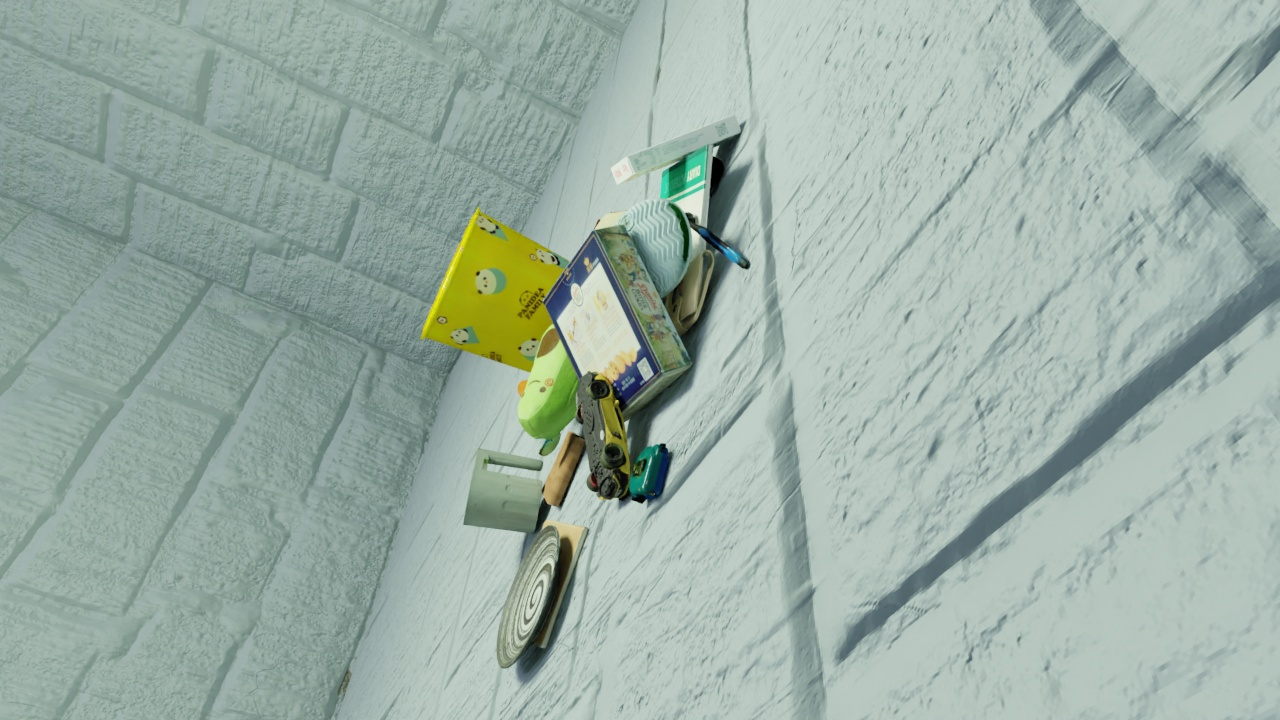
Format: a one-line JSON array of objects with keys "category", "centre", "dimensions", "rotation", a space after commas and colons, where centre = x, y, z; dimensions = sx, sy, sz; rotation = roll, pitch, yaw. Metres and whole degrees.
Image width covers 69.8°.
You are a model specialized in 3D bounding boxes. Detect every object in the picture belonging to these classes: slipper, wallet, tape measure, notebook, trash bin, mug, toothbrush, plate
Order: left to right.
[{"category": "mug", "centre": [-0.198, 0.189, 1.343], "dimensions": [0.084, 0.103, 0.123], "rotation": [109, 169, -50]}, {"category": "trash bin", "centre": [-0.193, -0.091, 1.484], "dimensions": [0.230, 0.255, 0.229], "rotation": [-59, 16, 28]}, {"category": "plate", "centre": [-0.131, 0.289, 1.120], "dimensions": [0.180, 0.024, 0.179], "rotation": [-56, 19, 30]}, {"category": "notebook", "centre": [-0.121, 0.277, 1.168], "dimensions": [0.147, 0.008, 0.208], "rotation": [-70, 15, -13]}, {"category": "wallet", "centre": [-0.111, 0.151, 1.304], "dimensions": [0.101, 0.020, 0.115], "rotation": [-66, 12, -4]}, {"category": "slipper", "centre": [-0.005, -0.108, 1.087], "dimensions": [0.246, 0.074, 0.104], "rotation": [-30, 81, 56]}, {"category": "tape measure", "centre": [0.007, 0.114, 0.931], "dimensions": [0.055, 0.025, 0.058], "rotation": [-37, 32, 60]}, {"category": "notebook", "centre": [0.051, -0.182, 1.163], "dimensions": [0.209, 0.012, 0.150], "rotation": [-169, 84, -76]}, {"category": "wallet", "centre": [0.050, -0.069, 1.050], "dimensions": [0.115, 0.024, 0.087], "rotation": [146, 136, -68]}, {"category": "tape measure", "centre": [0.079, -0.239, 1.181], "dimensions": [0.057, 0.039, 0.058], "rotation": [-63, 15, 11]}, {"category": "toothbrush", "centre": [0.079, -0.135, 1.013], "dimensions": [0.189, 0.016, 0.014], "rotation": [-129, 48, -58]}]

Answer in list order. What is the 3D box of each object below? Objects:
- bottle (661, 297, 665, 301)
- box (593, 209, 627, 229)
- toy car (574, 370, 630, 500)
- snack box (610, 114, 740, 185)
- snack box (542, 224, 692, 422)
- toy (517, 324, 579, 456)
[{"category": "bottle", "centre": [0.007, -0.099, 1.162], "dimensions": [0.109, 0.063, 0.063], "rotation": [121, 165, -46]}, {"category": "box", "centre": [-0.046, -0.140, 1.260], "dimensions": [0.091, 0.077, 0.167], "rotation": [-4, 44, 38]}, {"category": "toy car", "centre": [-0.041, 0.081, 1.029], "dimensions": [0.071, 0.041, 0.155], "rotation": [119, 143, -50]}, {"category": "snack box", "centre": [0.045, -0.271, 1.184], "dimensions": [0.156, 0.027, 0.085], "rotation": [-23, 7, -14]}, {"category": "snack box", "centre": [-0.033, -0.034, 1.049], "dimensions": [0.182, 0.045, 0.178], "rotation": [65, 148, 12]}, {"category": "toy", "centre": [-0.106, 0.009, 1.292], "dimensions": [0.228, 0.090, 0.246], "rotation": [-28, 35, 50]}]
